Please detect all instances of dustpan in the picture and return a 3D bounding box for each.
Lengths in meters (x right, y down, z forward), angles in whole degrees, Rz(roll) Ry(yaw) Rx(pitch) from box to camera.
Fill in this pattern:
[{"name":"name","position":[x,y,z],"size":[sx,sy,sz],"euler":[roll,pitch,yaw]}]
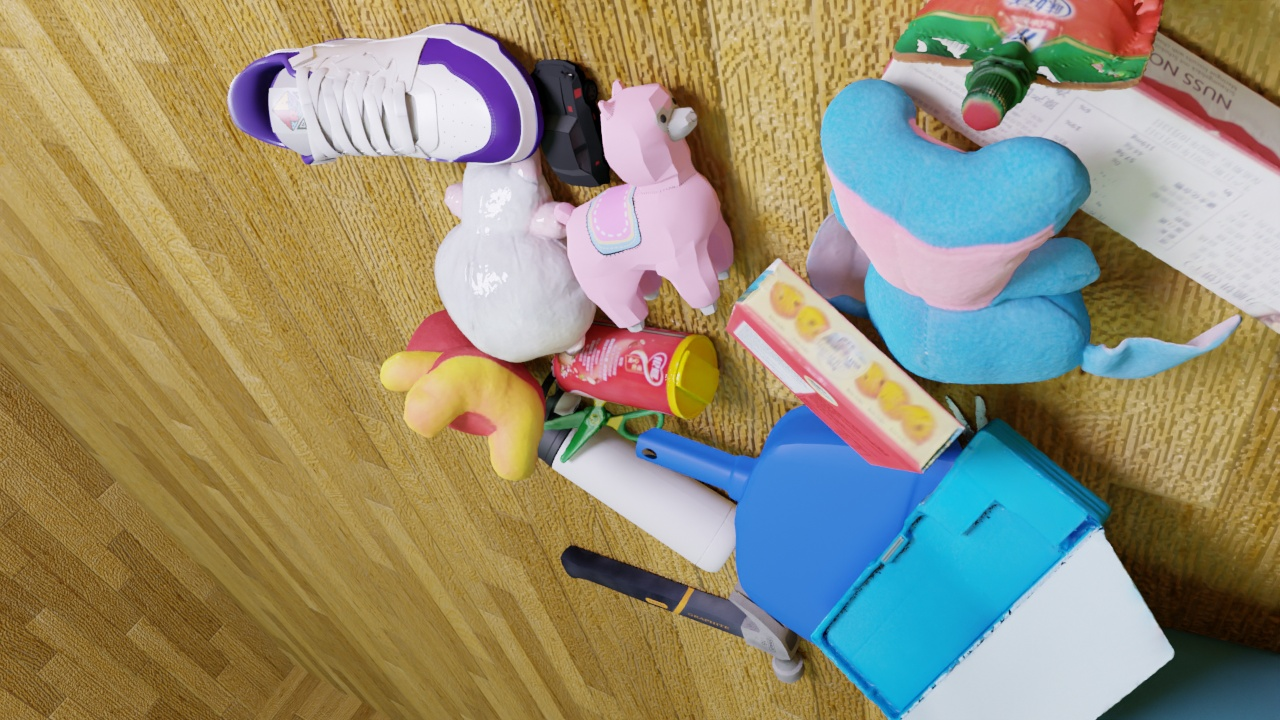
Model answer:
[{"name":"dustpan","position":[0.107,0.120,0.749],"size":[0.258,0.059,0.246],"euler":[18,124,19]}]

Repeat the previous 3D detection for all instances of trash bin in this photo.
[{"name":"trash bin","position":[0.358,0.285,0.626],"size":[0.219,0.196,0.200],"euler":[17,143,10]}]

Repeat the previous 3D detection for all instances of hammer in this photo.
[{"name":"hammer","position":[0.038,0.281,1.079],"size":[0.313,0.035,0.139],"euler":[11,138,33]}]

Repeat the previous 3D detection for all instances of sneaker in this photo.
[{"name":"sneaker","position":[-0.185,-0.174,0.622],"size":[0.244,0.110,0.092],"euler":[14,121,32]}]

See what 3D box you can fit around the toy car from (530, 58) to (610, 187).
[{"name":"toy car","position":[-0.049,-0.155,0.613],"size":[0.042,0.036,0.092],"euler":[13,140,30]}]

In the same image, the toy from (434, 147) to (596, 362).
[{"name":"toy","position":[-0.100,-0.084,0.701],"size":[0.139,0.101,0.180],"euler":[14,117,28]}]

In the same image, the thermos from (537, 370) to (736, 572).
[{"name":"thermos","position":[-0.003,0.105,0.872],"size":[0.230,0.068,0.101],"euler":[32,133,7]}]

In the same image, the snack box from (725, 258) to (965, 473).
[{"name":"snack box","position":[0.120,0.008,0.583],"size":[0.142,0.040,0.145],"euler":[44,179,5]}]

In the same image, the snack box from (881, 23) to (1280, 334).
[{"name":"snack box","position":[0.249,-0.094,0.424],"size":[0.273,0.044,0.077],"euler":[34,152,4]}]

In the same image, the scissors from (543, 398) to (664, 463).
[{"name":"scissors","position":[-0.044,0.043,0.825],"size":[0.132,0.012,0.108],"euler":[-9,106,20]}]

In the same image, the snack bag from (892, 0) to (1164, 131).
[{"name":"snack bag","position":[0.153,-0.139,0.349],"size":[0.087,0.154,0.044],"euler":[19,147,23]}]

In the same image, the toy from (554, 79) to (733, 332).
[{"name":"toy","position":[0.000,-0.100,0.601],"size":[0.123,0.067,0.157],"euler":[-11,124,29]}]

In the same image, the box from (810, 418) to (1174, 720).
[{"name":"box","position":[0.227,0.181,0.613],"size":[0.175,0.060,0.244],"euler":[59,139,37]}]

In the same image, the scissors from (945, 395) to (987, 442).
[{"name":"scissors","position":[0.239,0.073,0.663],"size":[0.084,0.016,0.135],"euler":[-11,124,49]}]

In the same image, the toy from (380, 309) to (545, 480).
[{"name":"toy","position":[-0.146,0.020,0.806],"size":[0.147,0.099,0.216],"euler":[39,-177,-21]}]

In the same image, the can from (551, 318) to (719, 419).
[{"name":"can","position":[-0.004,0.004,0.743],"size":[0.124,0.066,0.067],"euler":[11,139,33]}]

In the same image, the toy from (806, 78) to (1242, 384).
[{"name":"toy","position":[0.174,-0.050,0.469],"size":[0.224,0.098,0.191],"euler":[24,163,36]}]
